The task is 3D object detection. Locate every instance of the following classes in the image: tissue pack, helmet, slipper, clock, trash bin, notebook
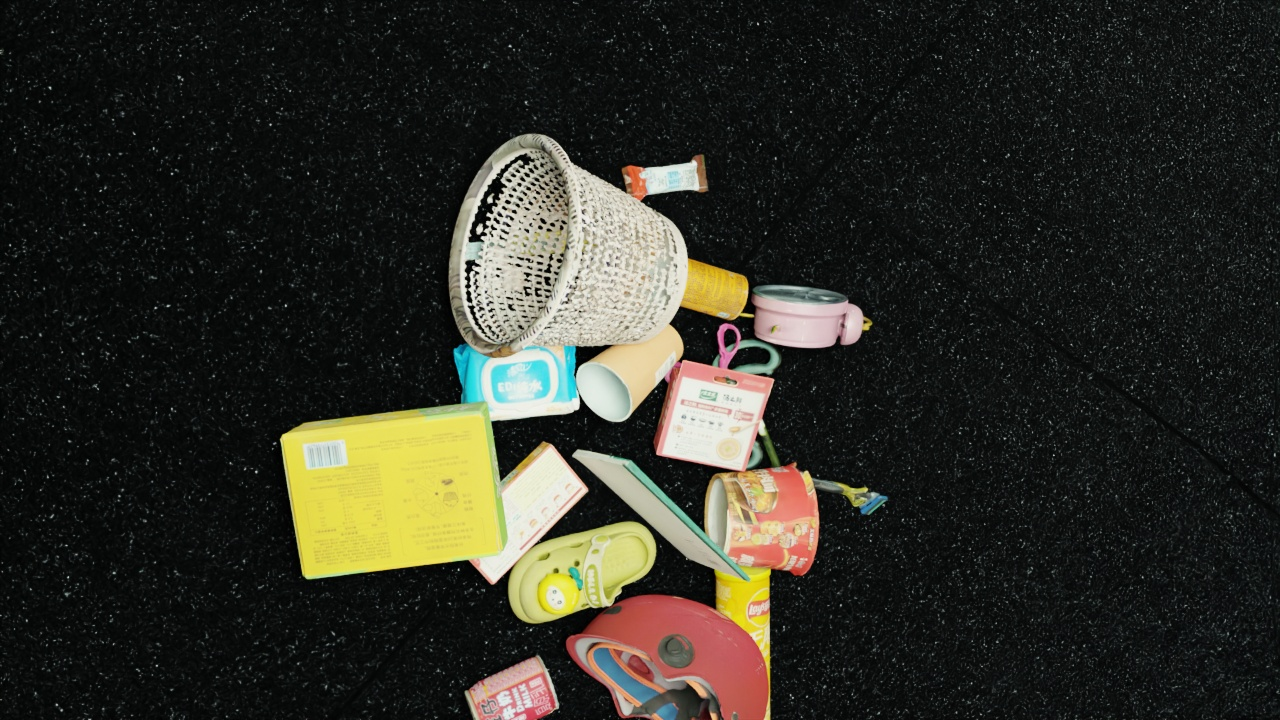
[{"bbox_3d":[-0.138,0.020,1.036,0.140,0.063,0.090,-6,97,-20],"label":"tissue pack"},{"bbox_3d":[0.046,0.354,1.076,0.240,0.207,0.143,36,55,10],"label":"helmet"},{"bbox_3d":[-0.061,0.249,1.079,0.190,0.082,0.091,-18,99,-22],"label":"slipper"},{"bbox_3d":[0.211,-0.055,1.139,0.158,0.117,0.060,-2,105,-19],"label":"clock"},{"bbox_3d":[-0.065,-0.103,0.974,0.191,0.228,0.227,10,91,-40],"label":"trash bin"},{"bbox_3d":[0.023,0.179,1.066,0.209,0.151,0.012,45,72,-19],"label":"notebook"}]

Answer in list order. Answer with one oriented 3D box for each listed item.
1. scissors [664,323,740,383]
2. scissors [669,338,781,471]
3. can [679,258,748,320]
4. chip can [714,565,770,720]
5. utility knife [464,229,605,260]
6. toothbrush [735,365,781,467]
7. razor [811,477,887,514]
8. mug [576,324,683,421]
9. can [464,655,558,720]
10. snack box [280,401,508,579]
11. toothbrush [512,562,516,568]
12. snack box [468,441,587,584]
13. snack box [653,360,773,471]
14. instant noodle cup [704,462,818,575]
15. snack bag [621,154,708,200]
[{"bbox_3d":[0.097,0.016,1.126,0.133,0.017,0.135,18,97,-12],"label":"scissors"},{"bbox_3d":[0.116,0.063,1.155,0.170,0.019,0.179,-27,105,-7],"label":"scissors"},{"bbox_3d":[0.055,-0.093,1.104,0.146,0.058,0.058,15,89,-21],"label":"can"},{"bbox_3d":[0.130,0.364,1.165,0.072,0.072,0.213,-3,96,-21],"label":"chip can"},{"bbox_3d":[-0.108,-0.134,1.064,0.213,0.022,0.031,-7,94,-16],"label":"utility knife"},{"bbox_3d":[0.155,0.092,1.184,0.017,0.012,0.186,-26,104,-11],"label":"toothbrush"},{"bbox_3d":[0.259,0.172,1.227,0.142,0.022,0.043,18,132,-18],"label":"razor"},{"bbox_3d":[-0.006,0.006,1.063,0.122,0.078,0.078,-40,109,-40],"label":"mug"},{"bbox_3d":[-0.150,0.392,1.063,0.093,0.066,0.066,-19,101,-19],"label":"can"},{"bbox_3d":[-0.255,0.135,0.968,0.210,0.070,0.158,-7,97,-2],"label":"snack box"},{"bbox_3d":[-0.178,0.169,1.064,0.014,0.016,0.189,-29,107,-23],"label":"toothbrush"},{"bbox_3d":[-0.140,0.175,1.059,0.155,0.027,0.077,-44,113,-18],"label":"snack box"},{"bbox_3d":[0.086,0.060,1.104,0.113,0.044,0.127,12,110,-7],"label":"snack box"},{"bbox_3d":[0.144,0.196,1.127,0.108,0.138,0.138,2,94,-11],"label":"instant noodle cup"},{"bbox_3d":[0.031,-0.217,1.100,0.104,0.026,0.048,-16,106,-20],"label":"snack bag"}]
